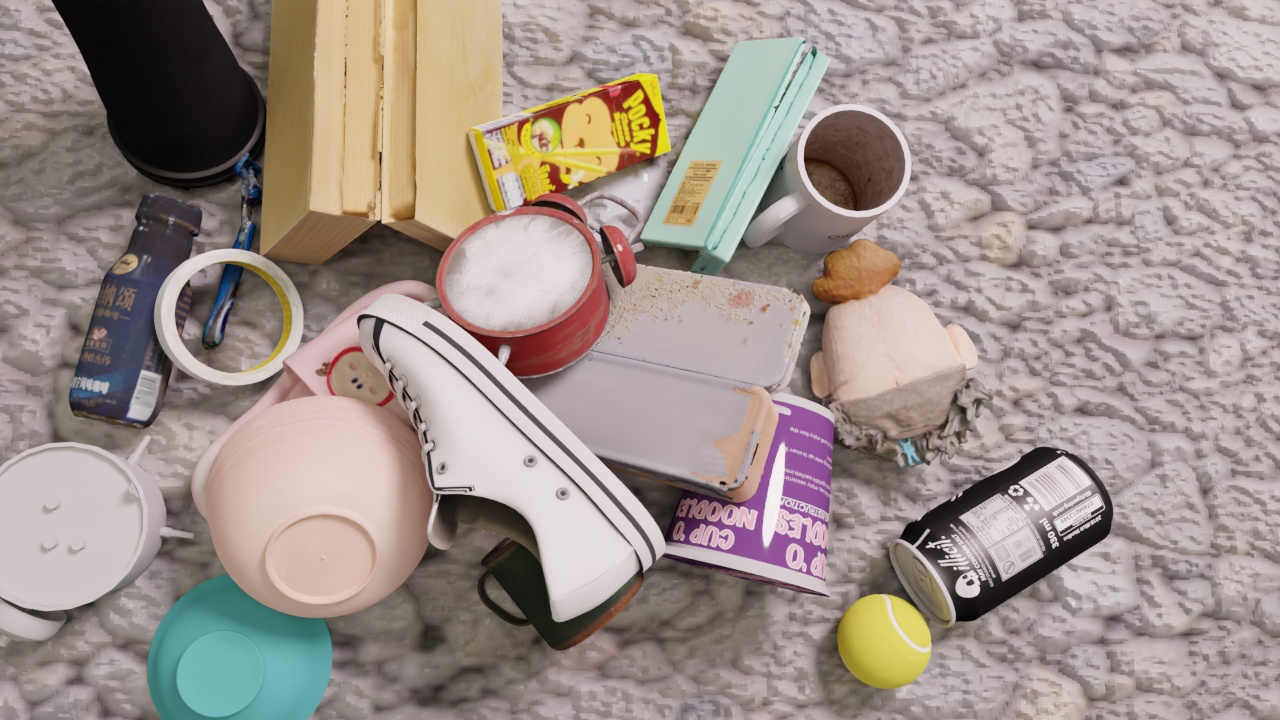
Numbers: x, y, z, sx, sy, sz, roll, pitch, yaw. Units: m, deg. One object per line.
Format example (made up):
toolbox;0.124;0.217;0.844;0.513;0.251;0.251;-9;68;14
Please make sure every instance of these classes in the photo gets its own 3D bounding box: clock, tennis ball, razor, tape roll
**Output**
clock;-0.390;0.117;0.600;0.159;0.061;0.120;-26;86;-12
clock;-0.063;-0.057;0.629;0.110;0.062;0.156;35;68;27
tennis ball;0.175;0.201;0.659;0.065;0.065;0.065;1;81;-7
razor;-0.290;-0.075;0.658;0.018;0.044;0.141;12;87;-10
tape roll;-0.282;-0.029;0.633;0.093;0.019;0.094;1;89;-41

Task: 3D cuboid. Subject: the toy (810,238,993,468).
toy;0.180;-0.005;0.688;0.133;0.076;0.176;-14;85;6

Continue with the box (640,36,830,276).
box;0.065;-0.161;0.692;0.080;0.077;0.188;28;79;-4

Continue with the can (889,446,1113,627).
can;0.264;0.128;0.674;0.146;0.080;0.080;-27;86;-11

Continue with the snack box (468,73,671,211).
snack box;-0.048;-0.162;0.675;0.148;0.026;0.061;-26;119;-24

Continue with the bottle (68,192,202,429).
bottle;-0.343;-0.035;0.632;0.056;0.056;0.160;12;80;-6

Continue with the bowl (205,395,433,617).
bowl;-0.201;0.106;0.587;0.153;0.076;0.153;-6;112;-15

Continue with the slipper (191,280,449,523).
slipper;-0.212;0.037;0.639;0.221;0.056;0.107;-44;91;-11

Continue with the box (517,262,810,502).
box;-0.004;0.002;0.633;0.217;0.043;0.150;12;66;26

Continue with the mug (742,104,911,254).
mug;0.129;-0.123;0.685;0.119;0.096;0.083;-34;87;-11

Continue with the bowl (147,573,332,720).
bowl;-0.272;0.204;0.610;0.121;0.046;0.121;1;81;-7

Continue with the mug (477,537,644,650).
mug;-0.061;0.151;0.634;0.111;0.084;0.081;-38;89;20

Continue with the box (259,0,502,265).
box;-0.180;-0.201;0.644;0.184;0.142;0.248;0;82;-14

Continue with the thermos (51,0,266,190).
thermos;-0.310;-0.201;0.583;0.105;0.219;0.105;3;73;-11

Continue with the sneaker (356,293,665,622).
sneaker;-0.105;0.064;0.561;0.245;0.091;0.097;43;68;16

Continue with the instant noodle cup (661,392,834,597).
instant noodle cup;0.076;0.086;0.637;0.136;0.122;0.121;18;76;-13
